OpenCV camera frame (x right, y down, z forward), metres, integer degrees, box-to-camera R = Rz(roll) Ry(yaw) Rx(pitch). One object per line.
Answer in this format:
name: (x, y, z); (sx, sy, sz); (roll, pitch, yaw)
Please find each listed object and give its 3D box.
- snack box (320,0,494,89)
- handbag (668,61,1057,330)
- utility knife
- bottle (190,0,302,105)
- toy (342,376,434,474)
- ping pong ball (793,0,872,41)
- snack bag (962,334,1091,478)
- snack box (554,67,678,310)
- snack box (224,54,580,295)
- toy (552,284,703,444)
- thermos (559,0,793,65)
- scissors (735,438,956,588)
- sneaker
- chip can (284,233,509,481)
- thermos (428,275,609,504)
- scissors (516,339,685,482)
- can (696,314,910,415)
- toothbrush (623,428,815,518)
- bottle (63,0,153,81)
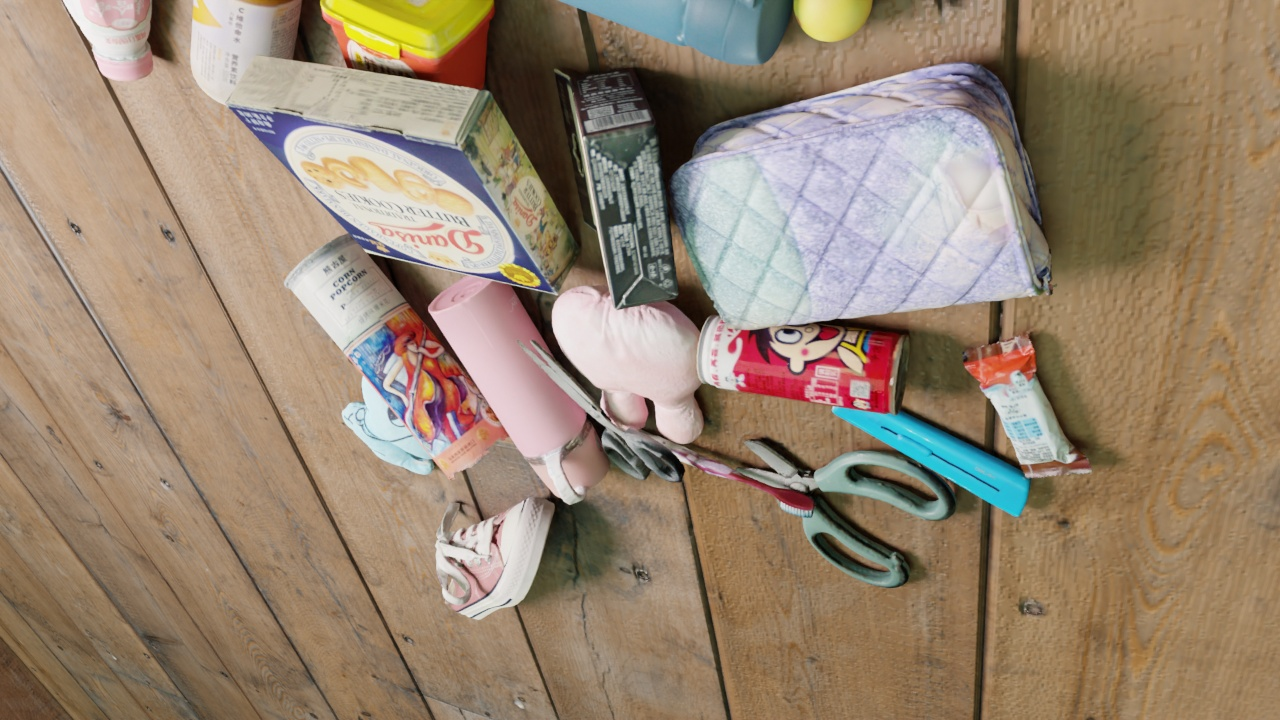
snack box: (-0.144, -0.205, 0.588); (0.091, 0.081, 0.080); (26, 148, 11)
handbag: (0.122, -0.084, 0.524); (0.194, 0.075, 0.134); (-4, 128, 35)
utility knife: (0.176, 0.047, 0.640); (0.205, 0.018, 0.034); (28, 136, 10)
bottle: (-0.262, -0.258, 0.618); (0.068, 0.067, 0.190); (36, 136, 1)
toy: (-0.225, 0.058, 0.872); (0.156, 0.049, 0.161); (0, 135, 29)
ping pong ball: (0.100, -0.186, 0.475); (0.040, 0.040, 0.040); (17, 133, 19)
snack bag: (0.243, 0.032, 0.579); (0.048, 0.026, 0.104); (-17, 116, 46)
snack box: (-0.015, -0.112, 0.570); (0.053, 0.125, 0.113); (-10, 126, -1)
snack box: (-0.152, -0.121, 0.626); (0.178, 0.045, 0.182); (14, 159, 21)
toy: (-0.004, 0.004, 0.688); (0.121, 0.054, 0.160); (13, 143, 22)
thermos: (-0.023, -0.223, 0.504); (0.220, 0.070, 0.070); (25, 135, 11)
scissors: (0.155, 0.122, 0.713); (0.175, 0.019, 0.176); (6, 130, 28)
sneaker: (-0.160, 0.194, 0.909); (0.088, 0.118, 0.242); (24, 144, -16)
chip can: (-0.201, -0.001, 0.773); (0.214, 0.071, 0.071); (52, 134, -6)
thermos: (-0.093, 0.027, 0.740); (0.067, 0.087, 0.199); (-23, 113, 11)
scissors: (-0.037, 0.045, 0.724); (0.170, 0.014, 0.151); (28, 154, 4)
can: (0.108, 0.001, 0.613); (0.133, 0.053, 0.053); (8, 129, 23)
toothbrush: (0.053, 0.086, 0.736); (0.188, 0.016, 0.017); (19, 140, 25)
bottle: (-0.397, -0.300, 0.670); (0.068, 0.068, 0.197); (26, 139, 11)
